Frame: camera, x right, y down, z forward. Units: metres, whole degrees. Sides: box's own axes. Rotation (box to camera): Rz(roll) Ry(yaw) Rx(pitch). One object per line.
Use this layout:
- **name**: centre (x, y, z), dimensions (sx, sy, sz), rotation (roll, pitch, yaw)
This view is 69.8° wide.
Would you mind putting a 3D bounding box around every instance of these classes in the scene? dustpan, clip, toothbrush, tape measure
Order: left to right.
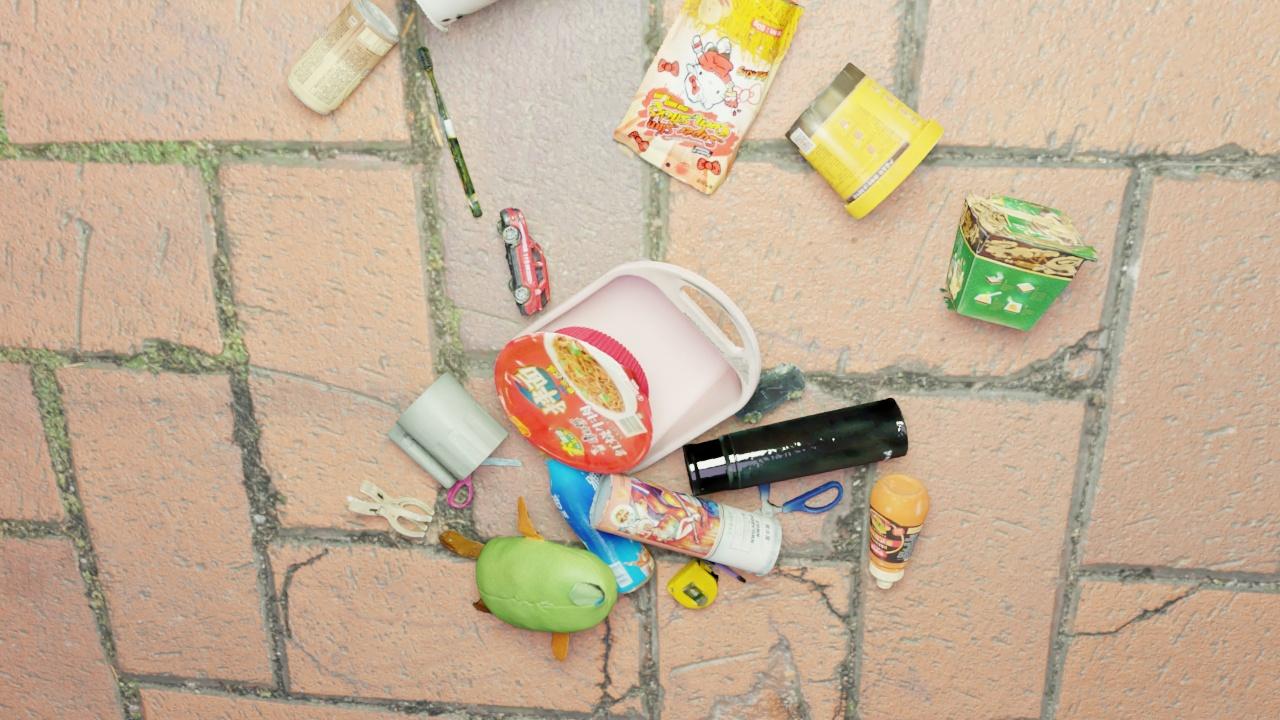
- **clip**: centre (-0.309, 0.186, 1.145), dimensions (0.100, 0.070, 0.035), rotation (23, 111, -10)
- **toothbrush**: centre (-0.205, -0.243, 0.989), dimensions (0.012, 0.017, 0.186), rotation (-14, 108, 7)
- **dustpan**: centre (-0.006, 0.006, 0.997), dimensions (0.222, 0.138, 0.274), rotation (43, 107, -11)
- **toothbrush**: centre (0.053, 0.228, 1.139), dimensions (0.189, 0.014, 0.017), rotation (33, 117, -7)
- **tape measure**: centre (0.068, 0.284, 1.149), dimensions (0.057, 0.028, 0.060), rotation (42, 109, -11)

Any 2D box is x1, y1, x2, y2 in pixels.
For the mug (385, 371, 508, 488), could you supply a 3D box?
- **mug**: centre (-0.230, 0.088, 1.078), dimensions (0.103, 0.083, 0.124), rotation (44, 124, -5)

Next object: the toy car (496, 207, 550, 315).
- **toy car**: centre (-0.128, -0.110, 1.012), dimensions (0.045, 0.053, 0.121), rotation (-16, 116, -12)

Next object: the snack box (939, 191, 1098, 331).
- **snack box**: centre (0.379, -0.098, 0.944), dimensions (0.117, 0.118, 0.106), rotation (14, 123, 1)

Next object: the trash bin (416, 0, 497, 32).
- **trash bin**: centre (-0.105, -0.446, 0.804), dimensions (0.252, 0.229, 0.230), rotation (-18, 107, 6)

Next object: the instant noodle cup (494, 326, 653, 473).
- **instant noodle cup**: centre (-0.061, 0.033, 1.000), dimensions (0.194, 0.065, 0.194), rotation (17, 133, 19)

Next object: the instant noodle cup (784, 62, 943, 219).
- **instant noodle cup**: centre (0.215, -0.221, 0.909), dimensions (0.114, 0.118, 0.119), rotation (41, 108, -2)

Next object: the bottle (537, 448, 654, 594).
- **bottle**: centre (-0.061, 0.180, 1.105), dimensions (0.065, 0.065, 0.219), rotation (-27, 105, 14)

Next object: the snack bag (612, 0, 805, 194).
- **snack bag**: centre (0.069, -0.284, 0.931), dimensions (0.128, 0.073, 0.208), rotation (27, 117, -5)

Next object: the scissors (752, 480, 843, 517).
- **scissors**: centre (0.161, 0.172, 1.109), dimensions (0.176, 0.012, 0.162), rotation (-17, 109, 12)

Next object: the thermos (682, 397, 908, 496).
- **thermos**: centre (0.171, 0.100, 1.040), dimensions (0.242, 0.090, 0.068), rotation (-11, 77, 0)

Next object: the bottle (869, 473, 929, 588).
- **bottle**: centre (0.299, 0.208, 1.086), dimensions (0.067, 0.066, 0.150), rotation (4, 117, 4)

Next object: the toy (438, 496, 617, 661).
- **toy**: centre (-0.129, 0.270, 1.115), dimensions (0.247, 0.089, 0.227), rotation (0, 114, 34)

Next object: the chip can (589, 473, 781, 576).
- **chip can**: centre (0.052, 0.189, 1.062), dimensions (0.214, 0.071, 0.071), rotation (18, 111, -13)

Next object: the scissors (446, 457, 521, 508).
- **scissors**: centre (-0.212, 0.129, 1.128), dimensions (0.133, 0.017, 0.134), rotation (5, 107, 0)

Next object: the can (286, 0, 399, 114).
- **can**: centre (-0.308, -0.315, 0.950), dimensions (0.116, 0.058, 0.058), rotation (-40, 102, 17)

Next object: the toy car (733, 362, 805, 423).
- **toy car**: centre (0.144, 0.035, 1.048), dimensions (0.091, 0.034, 0.043), rotation (-32, 101, 13)
